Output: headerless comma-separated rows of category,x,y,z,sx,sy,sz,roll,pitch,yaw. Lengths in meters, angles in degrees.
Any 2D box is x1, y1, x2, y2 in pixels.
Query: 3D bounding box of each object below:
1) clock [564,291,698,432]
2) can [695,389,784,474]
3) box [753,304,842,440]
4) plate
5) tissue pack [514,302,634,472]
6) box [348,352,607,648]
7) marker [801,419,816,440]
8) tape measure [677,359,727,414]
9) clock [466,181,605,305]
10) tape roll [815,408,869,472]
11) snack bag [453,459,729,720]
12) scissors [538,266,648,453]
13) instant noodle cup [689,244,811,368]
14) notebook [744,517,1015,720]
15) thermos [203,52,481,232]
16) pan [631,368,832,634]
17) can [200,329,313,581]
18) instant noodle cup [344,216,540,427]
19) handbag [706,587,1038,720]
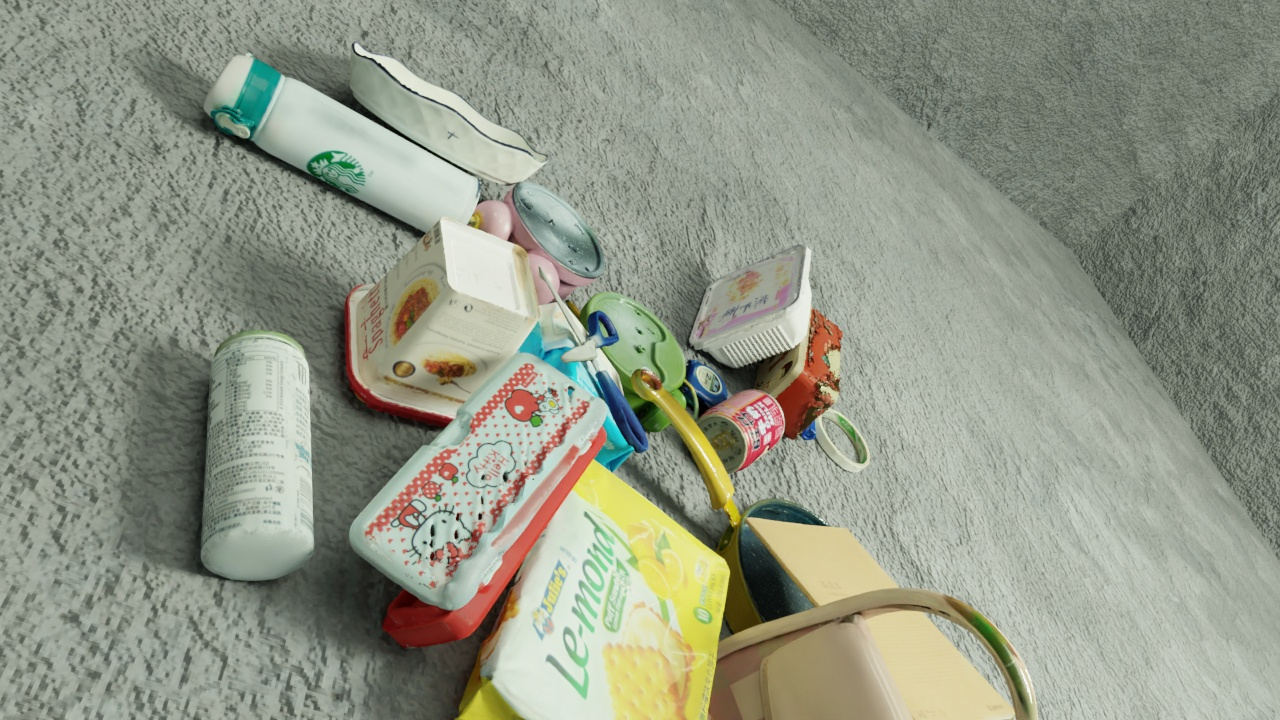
clock,-0.005,0.005,0.868,0.161,0.056,0.116,33,34,-21
can,0.095,0.070,0.901,0.066,0.067,0.093,52,31,10
box,0.189,0.012,1.060,0.077,0.092,0.168,36,32,-9
plate,-0.187,-0.230,0.876,0.205,0.046,0.204,30,13,-8
tissue pack,-0.059,0.026,0.741,0.140,0.063,0.089,54,17,-45
box,-0.101,0.075,0.587,0.098,0.095,0.200,56,39,-17
marker,0.204,0.046,1.110,0.017,0.017,0.145,37,32,-14
tape measure,0.063,0.030,0.952,0.054,0.025,0.058,40,35,-14
clock,-0.103,-0.105,0.865,0.117,0.060,0.158,53,25,5
tape roll,0.240,0.095,1.100,0.085,0.014,0.085,31,34,-24
snack bag,-0.026,0.185,0.620,0.158,0.068,0.245,39,31,-12
scissors,-0.035,-0.005,0.717,0.174,0.012,0.162,61,14,-21
instant noodle cup,0.138,-0.057,1.056,0.060,0.138,0.173,58,26,-22
notebook,0.189,0.206,0.736,0.149,0.012,0.211,16,24,-43
thermos,-0.249,-0.176,0.778,0.224,0.073,0.073,26,36,-29
pan,0.103,0.152,0.805,0.357,0.078,0.197,44,30,-4
can,-0.225,0.053,0.543,0.058,0.058,0.146,18,40,-38
instant noodle cup,-0.143,-0.029,0.675,0.116,0.124,0.116,19,40,-36
handbag,0.153,0.245,0.602,0.093,0.235,0.193,13,44,-43
